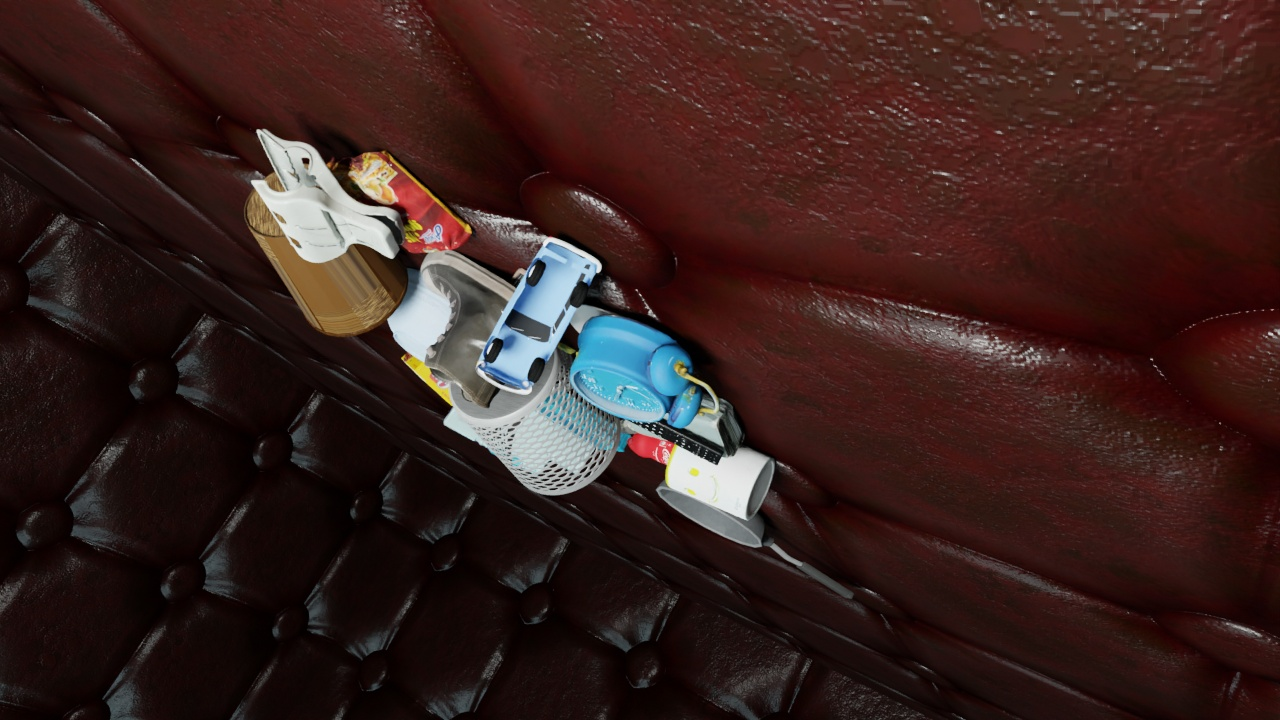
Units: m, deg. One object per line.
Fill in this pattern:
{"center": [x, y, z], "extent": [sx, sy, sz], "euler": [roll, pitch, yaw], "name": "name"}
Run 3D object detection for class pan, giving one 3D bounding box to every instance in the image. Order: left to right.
{"center": [0.184, 0.268, 1.401], "extent": [0.357, 0.041, 0.179], "euler": [34, 163, -12], "name": "pan"}

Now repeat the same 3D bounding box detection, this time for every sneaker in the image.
{"center": [-0.194, -0.038, 0.994], "extent": [0.235, 0.119, 0.095], "euler": [33, 169, 40], "name": "sneaker"}

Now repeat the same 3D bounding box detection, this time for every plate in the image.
{"center": [-0.016, -0.023, 0.945], "extent": [0.134, 0.011, 0.135], "euler": [27, 163, 9], "name": "plate"}

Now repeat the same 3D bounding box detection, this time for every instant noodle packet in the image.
{"center": [-0.237, -0.153, 0.894], "extent": [0.099, 0.039, 0.135], "euler": [2, 147, 45], "name": "instant noodle packet"}

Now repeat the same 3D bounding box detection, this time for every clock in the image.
{"center": [0.003, 0.014, 0.886], "extent": [0.162, 0.060, 0.117], "euler": [13, 152, 25], "name": "clock"}

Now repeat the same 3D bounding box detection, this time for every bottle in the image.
{"center": [0.043, 0.117, 1.201], "extent": [0.142, 0.041, 0.042], "euler": [13, 157, 43], "name": "bottle"}

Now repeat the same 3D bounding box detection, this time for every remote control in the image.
{"center": [0.025, 0.076, 1.006], "extent": [0.140, 0.009, 0.030], "euler": [26, 151, 8], "name": "remote control"}

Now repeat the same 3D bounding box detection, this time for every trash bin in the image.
{"center": [-0.130, 0.056, 1.125], "extent": [0.157, 0.156, 0.183], "euler": [19, 158, 33], "name": "trash bin"}

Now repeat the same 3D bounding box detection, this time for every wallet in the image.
{"center": [0.047, 0.062, 1.027], "extent": [0.132, 0.054, 0.100], "euler": [15, 159, 27], "name": "wallet"}

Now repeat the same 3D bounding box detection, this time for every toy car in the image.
{"center": [-0.093, -0.041, 0.825], "extent": [0.056, 0.154, 0.054], "euler": [26, -158, -16], "name": "toy car"}

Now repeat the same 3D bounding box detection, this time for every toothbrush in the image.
{"center": [-0.019, 0.087, 1.225], "extent": [0.024, 0.022, 0.186], "euler": [62, 171, 1], "name": "toothbrush"}

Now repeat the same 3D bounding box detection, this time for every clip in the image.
{"center": [-0.300, -0.132, 0.859], "extent": [0.152, 0.104, 0.127], "euler": [39, 163, 10], "name": "clip"}

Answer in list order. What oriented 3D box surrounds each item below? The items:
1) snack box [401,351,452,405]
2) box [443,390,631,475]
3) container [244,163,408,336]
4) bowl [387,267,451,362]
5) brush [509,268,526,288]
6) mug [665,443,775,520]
{"center": [-0.306, 0.011, 1.400], "extent": [0.083, 0.061, 0.106], "euler": [47, 170, -26], "name": "snack box"}
{"center": [-0.147, 0.083, 1.341], "extent": [0.227, 0.084, 0.172], "euler": [34, 129, -25], "name": "box"}
{"center": [-0.354, -0.126, 1.030], "extent": [0.132, 0.132, 0.167], "euler": [23, 157, 22], "name": "container"}
{"center": [-0.270, -0.043, 1.184], "extent": [0.150, 0.074, 0.151], "euler": [28, 159, 11], "name": "bowl"}
{"center": [-0.104, -0.077, 0.928], "extent": [0.050, 0.015, 0.136], "euler": [34, 163, -10], "name": "brush"}
{"center": [0.095, 0.132, 1.087], "extent": [0.106, 0.082, 0.082], "euler": [22, 162, 24], "name": "mug"}
